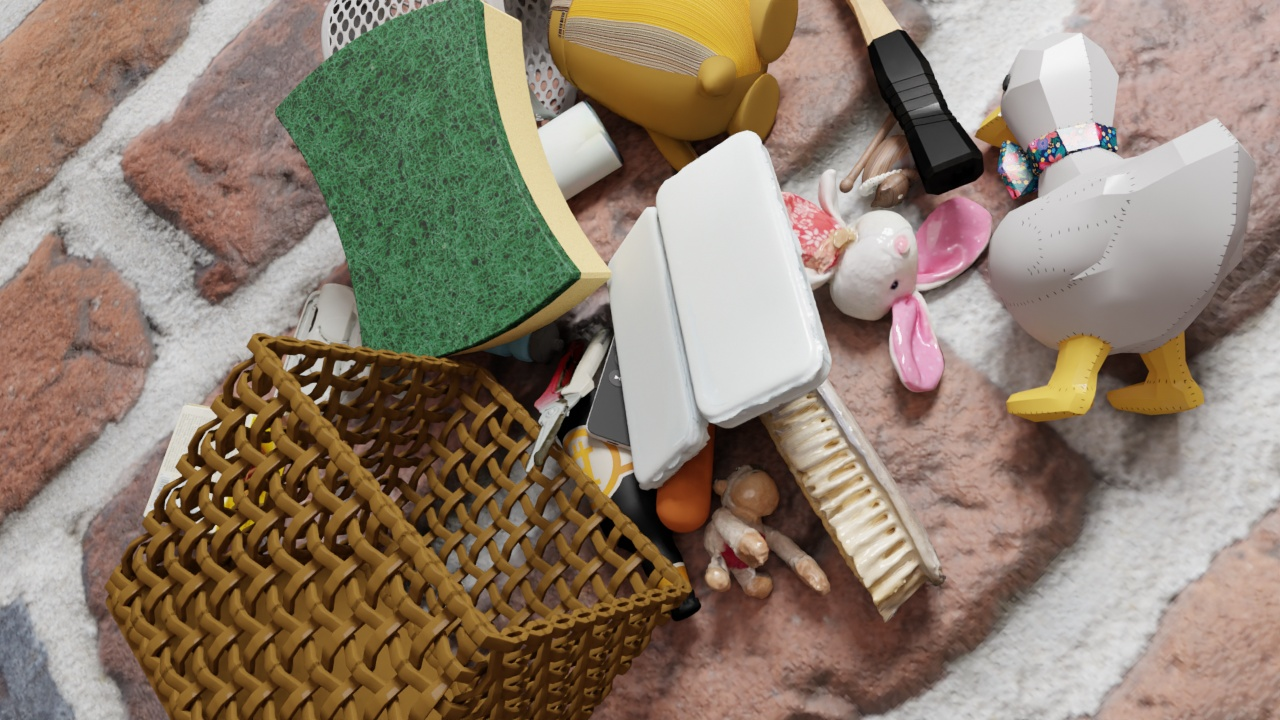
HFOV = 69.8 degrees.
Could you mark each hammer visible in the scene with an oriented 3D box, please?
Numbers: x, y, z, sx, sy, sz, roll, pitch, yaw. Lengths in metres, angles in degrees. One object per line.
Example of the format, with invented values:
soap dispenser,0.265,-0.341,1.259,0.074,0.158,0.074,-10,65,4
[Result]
hammer,0.192,-0.260,0.731,0.131,0.039,0.327,-21,55,13

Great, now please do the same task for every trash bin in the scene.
trash bin,-0.171,-0.282,0.831,0.183,0.156,0.156,-7,69,19

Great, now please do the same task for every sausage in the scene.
sausage,0.036,0.049,0.683,0.039,0.044,0.164,5,54,2

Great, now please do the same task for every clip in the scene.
clip,-0.266,-0.005,0.820,0.144,0.074,0.124,4,75,30

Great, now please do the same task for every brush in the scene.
brush,0.122,0.050,0.653,0.057,0.083,0.271,-31,65,5
brush,-0.156,-0.131,0.722,0.195,0.075,0.250,-21,88,21

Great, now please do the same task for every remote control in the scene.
remote control,-0.004,0.004,0.716,0.045,0.008,0.146,19,53,-4

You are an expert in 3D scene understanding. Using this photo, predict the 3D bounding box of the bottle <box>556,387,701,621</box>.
bottle,-0.005,0.108,0.688,0.059,0.059,0.181,-31,65,6

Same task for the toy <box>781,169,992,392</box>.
toy,0.157,-0.080,0.683,0.194,0.084,0.159,27,75,0

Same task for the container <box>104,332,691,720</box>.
container,-0.158,0.153,0.608,0.251,0.219,0.214,43,106,26

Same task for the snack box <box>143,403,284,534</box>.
snack box,-0.371,0.100,0.812,0.084,0.061,0.105,7,74,21

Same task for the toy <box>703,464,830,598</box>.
toy,0.085,0.119,0.658,0.074,0.085,0.105,-48,33,37

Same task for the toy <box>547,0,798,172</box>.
toy,0.016,-0.267,0.779,0.203,0.162,0.199,24,120,26

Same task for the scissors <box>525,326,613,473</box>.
scissors,-0.061,0.026,0.692,0.147,0.015,0.187,-5,32,50

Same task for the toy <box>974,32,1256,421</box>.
toy,0.299,-0.096,0.597,0.141,0.247,0.267,-3,88,-5

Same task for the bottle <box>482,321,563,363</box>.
bottle,-0.124,-0.026,0.786,0.130,0.040,0.040,13,76,22

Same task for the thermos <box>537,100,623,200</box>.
thermos,-0.127,-0.142,0.814,0.230,0.068,0.068,-30,65,7

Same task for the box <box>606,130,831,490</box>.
box,0.035,-0.036,0.635,0.193,0.061,0.209,-33,51,36

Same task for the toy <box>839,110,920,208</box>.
toy,0.201,-0.163,0.725,0.055,0.042,0.101,33,78,11
